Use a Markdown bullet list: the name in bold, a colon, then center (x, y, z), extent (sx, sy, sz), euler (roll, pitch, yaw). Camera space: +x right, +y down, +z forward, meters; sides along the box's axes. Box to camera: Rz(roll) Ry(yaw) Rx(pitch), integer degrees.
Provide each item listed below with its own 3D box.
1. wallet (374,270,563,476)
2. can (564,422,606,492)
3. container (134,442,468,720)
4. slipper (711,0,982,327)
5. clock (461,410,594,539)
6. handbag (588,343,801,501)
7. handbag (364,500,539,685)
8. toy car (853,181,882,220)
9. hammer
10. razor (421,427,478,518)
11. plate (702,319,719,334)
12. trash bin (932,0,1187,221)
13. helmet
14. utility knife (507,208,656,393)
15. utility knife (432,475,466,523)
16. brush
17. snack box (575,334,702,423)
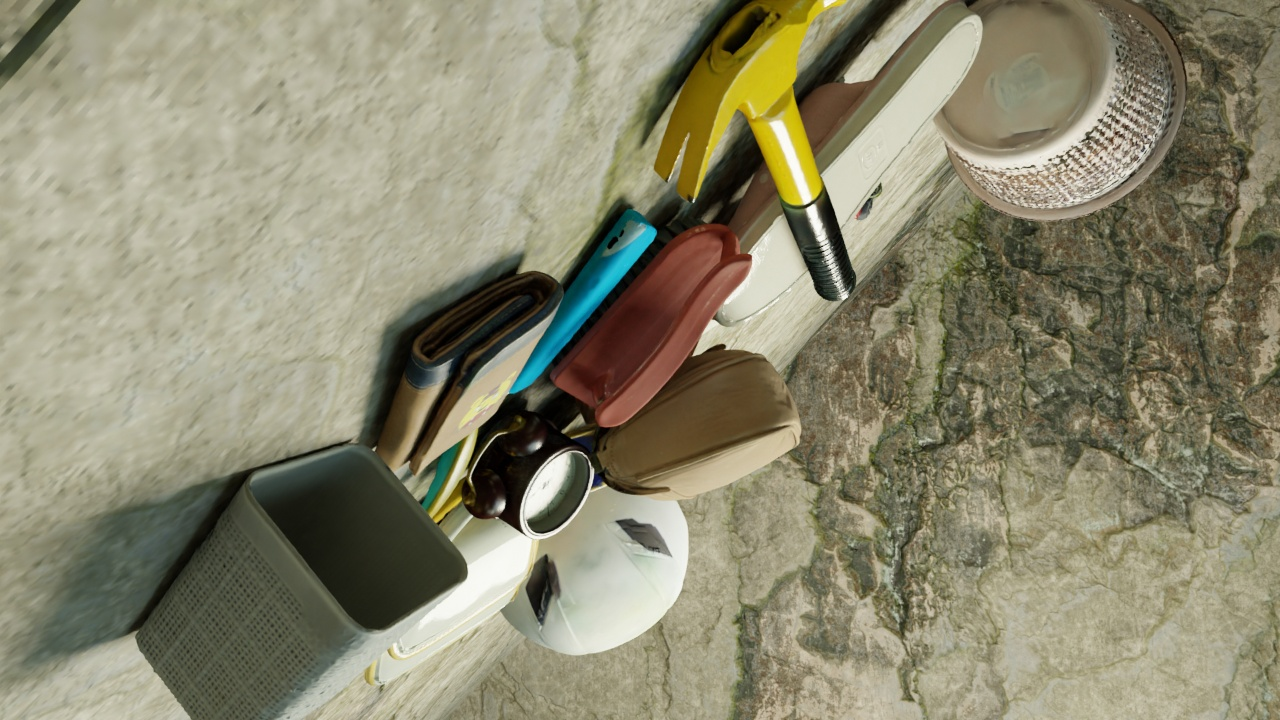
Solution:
- **wallet**: center (-0.091, 0.010, 0.469), extent (0.090, 0.033, 0.116), euler (-38, 171, -41)
- **can**: center (-0.049, 0.082, 0.777), extent (0.075, 0.049, 0.148), euler (-17, 178, 12)
- **container**: center (-0.162, 0.114, 0.433), extent (0.114, 0.090, 0.090), euler (-45, 170, 18)
- **slipper**: center (0.131, -0.139, 0.646), extent (0.274, 0.054, 0.114), euler (-50, 153, 9)
- **clock**: center (-0.082, 0.079, 0.644), extent (0.082, 0.055, 0.122), euler (-59, 148, -5)
- **handbag**: center (0.045, 0.050, 0.705), extent (0.148, 0.099, 0.204), euler (-25, 165, 6)
- **handbag**: center (-0.144, 0.161, 0.719), extent (0.163, 0.063, 0.179), euler (-24, 151, -47)
- **toy car**: center (0.194, -0.181, 0.779), extent (0.052, 0.045, 0.120), euler (-25, 134, -75)
- **hammer**: center (0.094, -0.103, 0.547), extent (0.129, 0.033, 0.300), euler (-44, 153, 2)
- **razor**: center (-0.142, 0.089, 0.588), extent (0.133, 0.028, 0.043), euler (-50, 166, 12)
- **plate**: center (0.080, -0.078, 0.792), extent (0.163, 0.034, 0.164), euler (-36, 166, -42)
- **trash bin**: center (0.368, -0.248, 0.851), extent (0.191, 0.227, 0.228), euler (-7, 142, -54)
- **helmet**: center (-0.047, 0.212, 0.934), extent (0.229, 0.146, 0.259), euler (-26, 152, -10)
- **utility knife**: center (-0.043, -0.027, 0.548), extent (0.162, 0.018, 0.034), euler (-49, 166, 28)
- **utility knife**: center (-0.161, 0.123, 0.648), extent (0.192, 0.015, 0.033), euler (-42, -173, -18)
- **brush**: center (0.011, -0.026, 0.583), extent (0.146, 0.069, 0.063), euler (-48, 131, 10)
- **snack box**: center (-0.004, 0.004, 0.713), extent (0.084, 0.026, 0.157), euler (-18, 162, -13)
